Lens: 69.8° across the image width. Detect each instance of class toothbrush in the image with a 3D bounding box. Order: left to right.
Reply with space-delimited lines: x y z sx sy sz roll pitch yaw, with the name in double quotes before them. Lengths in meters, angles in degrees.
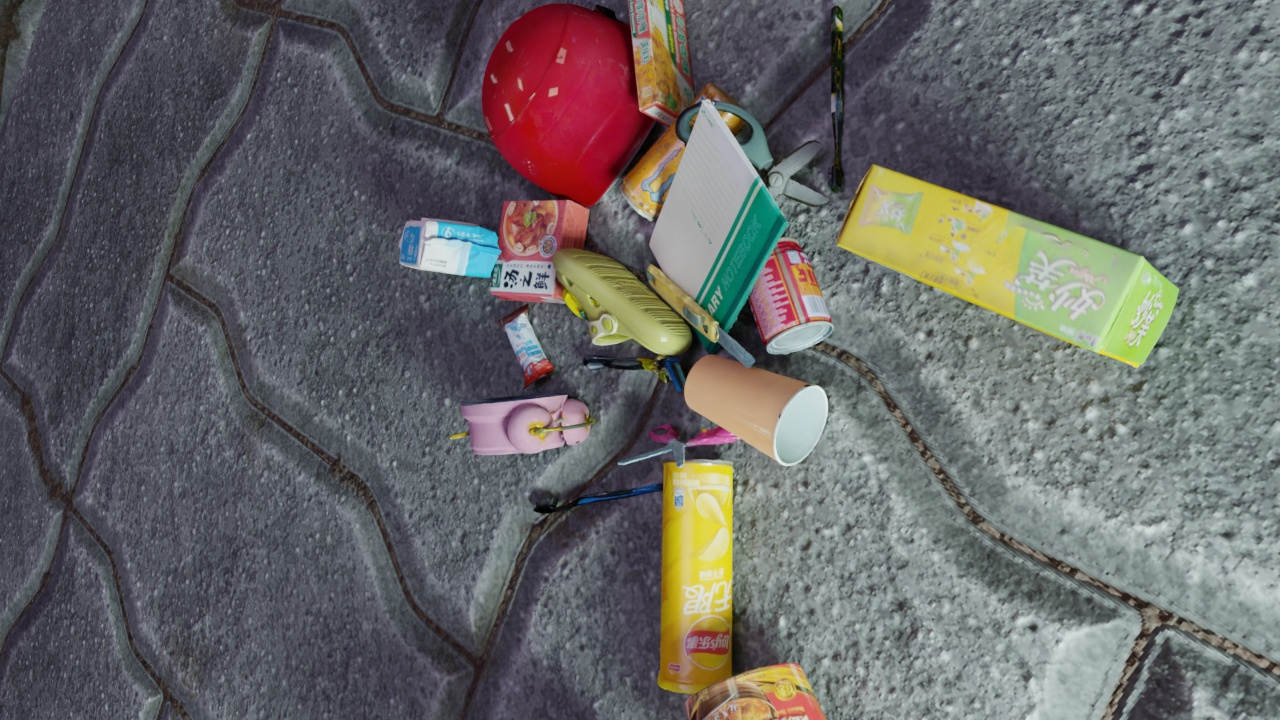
"toothbrush" -0.043 0.146 0.991 0.190 0.014 0.016 -16 50 33
"toothbrush" 0.187 -0.253 0.880 0.012 0.017 0.185 -4 80 39

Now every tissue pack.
"tissue pack" -0.230 -0.136 1.097 0.140 0.090 0.063 17 100 62

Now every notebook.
"notebook" 0.067 -0.120 0.877 0.150 0.012 0.210 63 154 24

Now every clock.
"clock" -0.121 0.068 0.998 0.159 0.117 0.060 -6 90 38

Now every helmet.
"helmet" -0.100 -0.306 1.025 0.207 0.143 0.240 -51 57 21

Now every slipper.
"slipper" -0.030 -0.050 0.966 0.190 0.091 0.082 40 109 30

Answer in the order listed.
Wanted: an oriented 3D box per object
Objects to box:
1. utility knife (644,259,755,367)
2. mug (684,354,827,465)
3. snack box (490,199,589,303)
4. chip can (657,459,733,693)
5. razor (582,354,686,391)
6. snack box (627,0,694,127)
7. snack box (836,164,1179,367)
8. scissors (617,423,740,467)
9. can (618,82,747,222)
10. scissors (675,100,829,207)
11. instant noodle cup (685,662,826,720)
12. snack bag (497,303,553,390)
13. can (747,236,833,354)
"utility knife" 0.056 -0.048 0.917 0.213 0.022 0.031 41 146 45
"mug" 0.104 0.039 0.864 0.123 0.078 0.078 26 98 41
"snack box" -0.128 -0.127 1.074 0.127 0.044 0.113 5 86 37
"chip can" 0.055 0.202 0.875 0.072 0.072 0.213 -4 80 36
"razor" -0.006 0.006 0.981 0.143 0.022 0.043 6 130 40
"snack box" 0.022 -0.327 0.975 0.027 0.077 0.155 -15 75 34
"snack box" 0.279 -0.072 0.698 0.210 0.157 0.070 30 104 35
"scissors" 0.036 0.080 0.894 0.135 0.133 0.017 -158 55 -66
"can" 0.044 -0.215 0.954 0.146 0.058 0.058 -46 60 22
"scissors" 0.090 -0.180 0.904 0.171 0.019 0.179 -42 86 26
"instant noodle cup" 0.105 0.331 0.787 0.138 0.137 0.108 -36 55 26
"snack bag" -0.134 -0.017 1.074 0.048 0.026 0.104 -30 66 16
"can" 0.134 -0.061 0.859 0.067 0.066 0.093 -28 68 30
